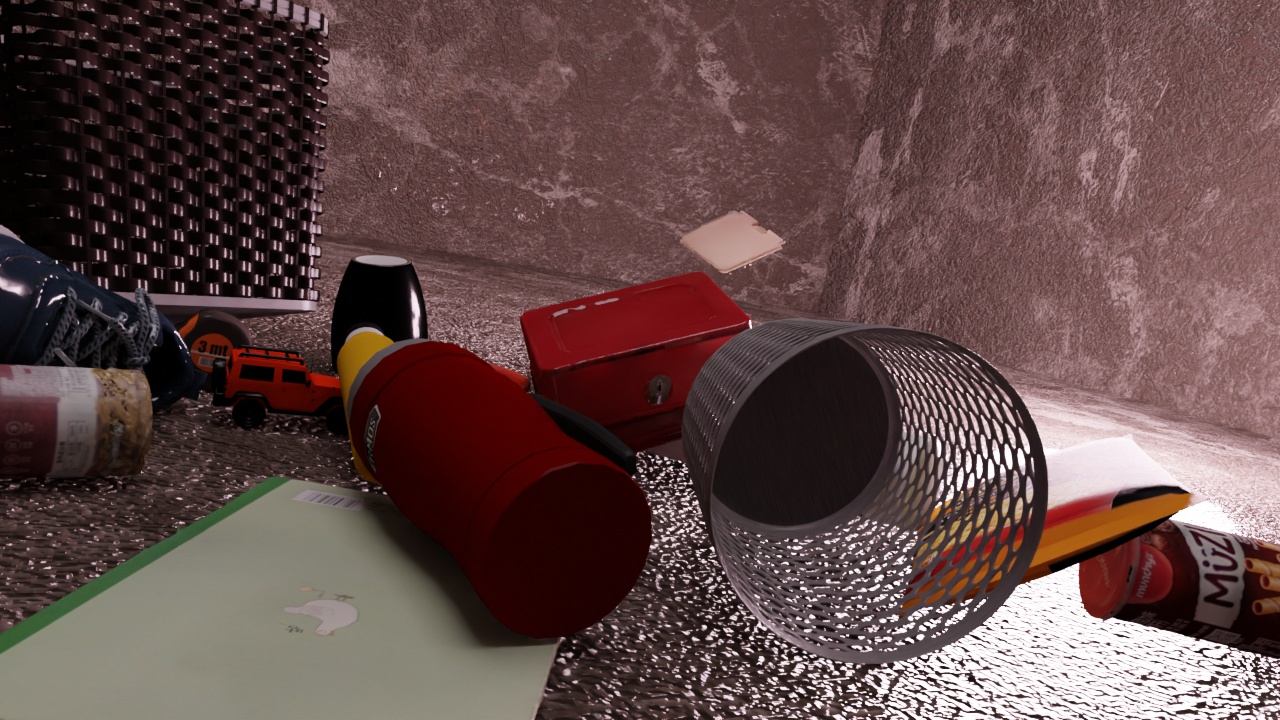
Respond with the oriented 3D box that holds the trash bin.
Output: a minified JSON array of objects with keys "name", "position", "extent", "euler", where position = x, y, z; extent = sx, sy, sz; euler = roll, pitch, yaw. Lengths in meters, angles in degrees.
[{"name":"trash bin","position":[0.102,0.053,0.505],"extent":[0.156,0.156,0.183],"euler":[11,6,-5]}]

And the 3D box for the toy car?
[{"name":"toy car","position":[-0.238,0.019,0.626],"extent":[0.100,0.049,0.051],"euler":[7,9,-27]}]

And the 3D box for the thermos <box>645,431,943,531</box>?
[{"name":"thermos","position":[0.104,0.064,0.682],"extent":[0.230,0.068,0.067],"euler":[13,7,37]}]

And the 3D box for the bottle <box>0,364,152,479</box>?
[{"name":"bottle","position":[-0.300,0.030,0.443],"extent":[0.105,0.056,0.056],"euler":[4,11,-42]}]

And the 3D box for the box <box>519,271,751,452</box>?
[{"name":"box","position":[-0.004,0.001,0.681],"extent":[0.157,0.087,0.128],"euler":[-17,26,-7]}]

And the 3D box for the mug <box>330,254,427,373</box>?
[{"name":"mug","position":[-0.235,-0.046,0.842],"extent":[0.085,0.100,0.118],"euler":[4,16,-5]}]

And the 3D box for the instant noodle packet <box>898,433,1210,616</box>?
[{"name":"instant noodle packet","position":[0.241,0.095,0.570],"extent":[0.160,0.032,0.220],"euler":[-28,-5,19]}]

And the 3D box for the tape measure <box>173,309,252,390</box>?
[{"name":"tape measure","position":[-0.317,-0.008,0.677],"extent":[0.058,0.059,0.038],"euler":[10,8,-26]}]

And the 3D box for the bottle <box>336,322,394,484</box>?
[{"name":"bottle","position":[-0.169,0.020,0.589],"extent":[0.043,0.043,0.143],"euler":[7,27,-27]}]

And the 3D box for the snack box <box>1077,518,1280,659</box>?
[{"name":"snack box","position":[0.339,0.134,0.551],"extent":[0.121,0.072,0.072],"euler":[13,8,6]}]

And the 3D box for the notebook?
[{"name":"notebook","position":[-0.121,0.098,0.382],"extent":[0.182,0.010,0.252],"euler":[12,8,1]}]

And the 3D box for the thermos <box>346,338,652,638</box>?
[{"name":"thermos","position":[-0.068,0.047,0.446],"extent":[0.107,0.084,0.199],"euler":[-12,21,-29]}]

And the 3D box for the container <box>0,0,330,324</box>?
[{"name":"container","position":[-0.414,-0.158,0.732],"extent":[0.248,0.243,0.245],"euler":[-2,0,32]}]

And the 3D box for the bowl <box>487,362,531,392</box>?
[{"name":"bowl","position":[-0.152,0.027,0.702],"extent":[0.130,0.045,0.130],"euler":[11,8,-2]}]

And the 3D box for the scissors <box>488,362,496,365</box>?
[{"name":"scissors","position":[-0.179,0.013,0.885],"extent":[0.171,0.012,0.157],"euler":[14,10,17]}]

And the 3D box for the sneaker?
[{"name":"sneaker","position":[-0.319,-0.012,0.510],"extent":[0.087,0.089,0.236],"euler":[17,-10,0]}]

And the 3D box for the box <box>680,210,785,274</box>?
[{"name":"box","position":[0.060,-0.047,0.854],"extent":[0.143,0.187,0.105],"euler":[30,12,-35]}]
